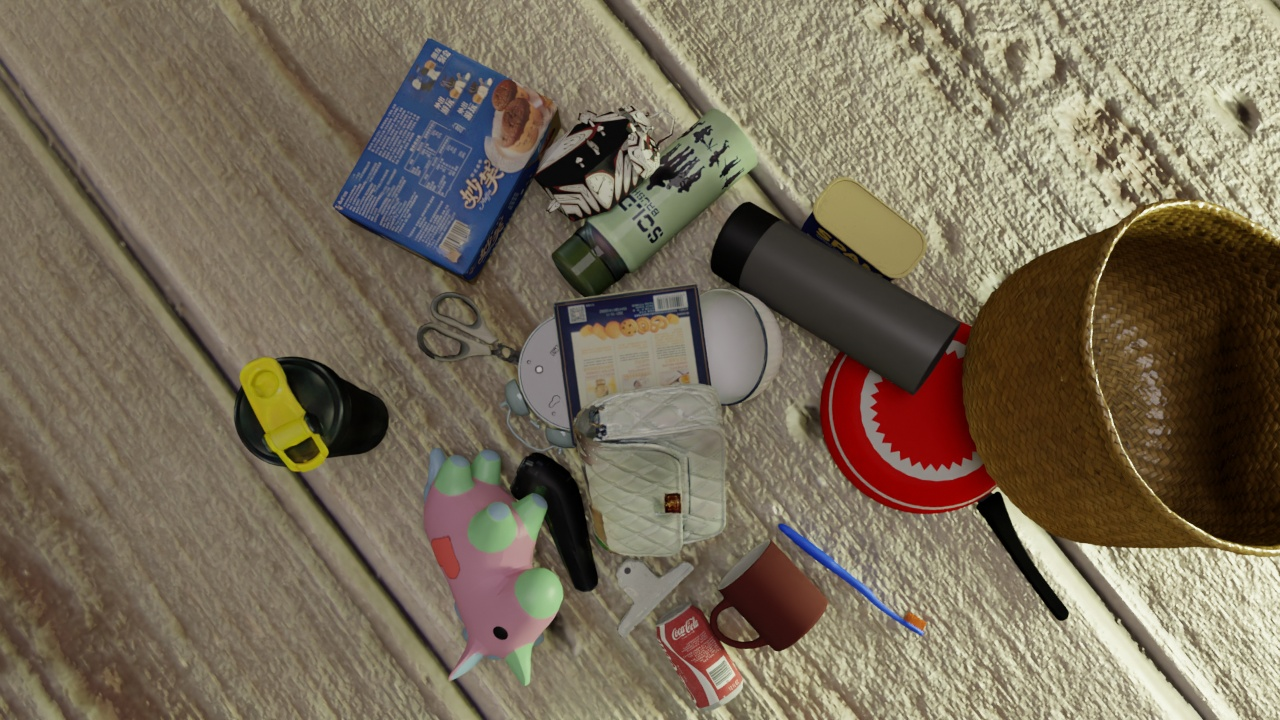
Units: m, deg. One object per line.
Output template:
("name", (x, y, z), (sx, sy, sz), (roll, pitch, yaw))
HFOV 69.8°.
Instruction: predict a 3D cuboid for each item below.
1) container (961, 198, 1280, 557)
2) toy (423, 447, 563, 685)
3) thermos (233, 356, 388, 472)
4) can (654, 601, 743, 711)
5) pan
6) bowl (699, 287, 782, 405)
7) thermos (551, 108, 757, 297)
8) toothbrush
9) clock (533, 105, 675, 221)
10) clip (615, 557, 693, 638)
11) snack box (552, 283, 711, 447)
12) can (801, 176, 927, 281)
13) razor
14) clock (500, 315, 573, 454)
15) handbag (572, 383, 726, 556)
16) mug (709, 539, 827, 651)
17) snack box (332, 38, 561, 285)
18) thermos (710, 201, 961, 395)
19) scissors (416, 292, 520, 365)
("container", (0.451, 0.024, 0.841), (0.306, 0.197, 0.306), (4, 79, -22))
("toy", (-0.157, 0.194, 0.903), (0.222, 0.119, 0.171), (39, 118, 31))
("thermos", (-0.298, 0.053, 0.857), (0.098, 0.221, 0.098), (0, 83, -1))
("can", (0.057, 0.294, 0.916), (0.054, 0.054, 0.096), (-31, 85, -3))
("pan", (0.333, 0.113, 0.935), (0.209, 0.067, 0.356), (-33, 81, -4))
("bowl", (0.102, -0.015, 0.932), (0.062, 0.118, 0.118), (-6, 82, -42))
("thermos", (0.010, -0.159, 0.954), (0.231, 0.082, 0.082), (-42, 86, -4))
("toothbrush", (0.217, 0.222, 0.942), (0.182, 0.016, 0.018), (37, 80, 3))
("clock", (-0.036, -0.213, 0.928), (0.155, 0.114, 0.065), (-27, 128, 14))
("clip", (0.001, 0.228, 0.930), (0.101, 0.050, 0.058), (-44, 98, -5))
("snack box", (-0.005, 0.005, 0.904), (0.144, 0.042, 0.145), (-7, 89, -3))
("can", (0.224, -0.125, 0.939), (0.116, 0.092, 0.056), (39, 85, 4))
("razor", (-0.086, 0.166, 0.936), (0.067, 0.054, 0.151), (-20, 91, 9))
("clock", (-0.072, 0.022, 0.944), (0.122, 0.045, 0.159), (40, 86, -1))
("handbag", (0.014, 0.111, 0.868), (0.139, 0.195, 0.072), (-8, 48, 0))
("mug", (0.120, 0.244, 0.909), (0.105, 0.073, 0.082), (-43, 86, -10))
("snack box", (-0.197, -0.205, 0.959), (0.155, 0.069, 0.202), (27, 85, 3))
("thermos", (0.187, -0.064, 0.909), (0.240, 0.082, 0.082), (34, 85, 19))
("scissors", (-0.160, -0.003, 0.969), (0.121, 0.012, 0.171), (-38, 89, -4))
